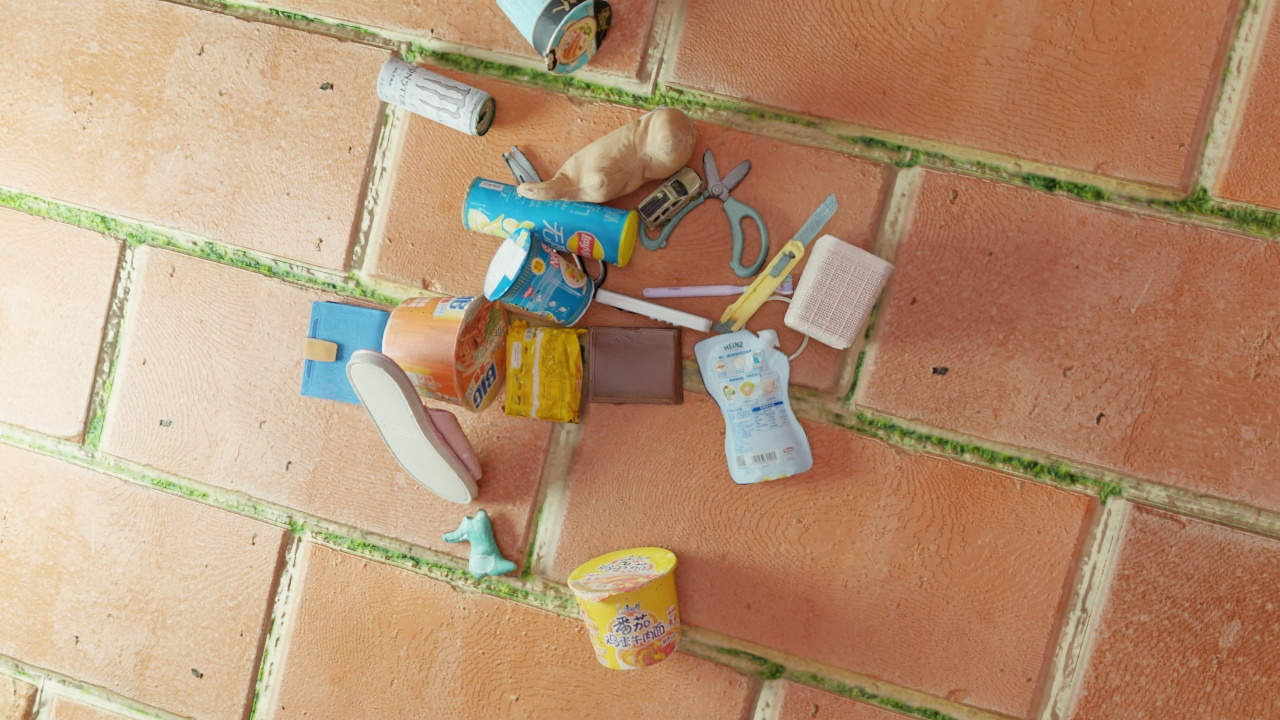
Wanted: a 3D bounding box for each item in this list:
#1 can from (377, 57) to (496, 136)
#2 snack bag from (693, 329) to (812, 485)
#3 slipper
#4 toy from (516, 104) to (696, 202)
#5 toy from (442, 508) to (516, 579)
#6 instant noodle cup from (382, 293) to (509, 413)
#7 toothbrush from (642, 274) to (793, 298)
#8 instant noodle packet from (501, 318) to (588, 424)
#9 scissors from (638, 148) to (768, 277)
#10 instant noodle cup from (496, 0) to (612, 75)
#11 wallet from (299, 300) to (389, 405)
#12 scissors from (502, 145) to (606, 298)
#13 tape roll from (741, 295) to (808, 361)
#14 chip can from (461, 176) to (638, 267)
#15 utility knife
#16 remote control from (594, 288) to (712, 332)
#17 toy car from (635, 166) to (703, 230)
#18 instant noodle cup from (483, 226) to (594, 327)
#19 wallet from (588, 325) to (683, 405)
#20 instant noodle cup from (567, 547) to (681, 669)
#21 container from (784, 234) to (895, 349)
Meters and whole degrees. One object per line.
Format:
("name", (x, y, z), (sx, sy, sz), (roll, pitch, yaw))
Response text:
("can", (-0.264, -0.341, 1.189), (0.147, 0.058, 0.058), (23, 95, 8))
("snack bag", (0.141, 0.055, 1.144), (0.110, 0.038, 0.191), (-14, 93, 23))
("slipper", (-0.274, 0.081, 1.142), (0.114, 0.054, 0.275), (5, 137, 29))
("toy", (-0.038, -0.237, 1.118), (0.226, 0.143, 0.082), (-23, 99, 5))
("toy", (-0.215, 0.244, 1.215), (0.097, 0.030, 0.092), (-16, 84, 16))
("instant noodle cup", (-0.246, -0.015, 1.157), (0.111, 0.151, 0.151), (7, 93, 17))
("toothbrush", (0.096, -0.090, 1.159), (0.189, 0.021, 0.029), (-3, 59, 9))
("instant noodle packet", (-0.123, 0.013, 1.180), (0.111, 0.044, 0.128), (5, 90, 21))
("scissors", (0.093, -0.170, 1.157), (0.170, 0.019, 0.180), (-39, 82, 7))
("instant noodle cup", (-0.115, -0.437, 1.143), (0.111, 0.111, 0.120), (-46, 78, 7))
("wallet", (-0.397, -0.010, 1.232), (0.106, 0.040, 0.133), (9, 92, 4))
("scissors", (-0.128, -0.174, 1.194), (0.207, 0.015, 0.193), (23, 96, 8))
("tape roll", (0.170, -0.038, 1.153), (0.086, 0.014, 0.086), (0, 91, 9))
("chip can", (-0.113, -0.174, 1.148), (0.210, 0.071, 0.071), (14, 94, 9))
("utility knife", (0.168, -0.114, 1.129), (0.031, 0.022, 0.219), (39, 98, -3))
("remote control", (0.016, -0.062, 1.154), (0.150, 0.058, 0.021), (16, 95, 9))
("toy car", (0.037, -0.204, 1.142), (0.090, 0.035, 0.042), (-39, 79, 7))
("instant noodle cup", (-0.120, -0.095, 1.127), (0.110, 0.099, 0.099), (27, 97, -31))
("wallet", (-0.007, 0.007, 1.175), (0.124, 0.032, 0.101), (1, 95, 10))
("instant noodle cup", (-0.012, 0.308, 1.137), (0.138, 0.138, 0.110), (-10, 98, 9))
("container", (0.233, -0.078, 1.097), (0.090, 0.090, 0.111), (25, 92, 0))
